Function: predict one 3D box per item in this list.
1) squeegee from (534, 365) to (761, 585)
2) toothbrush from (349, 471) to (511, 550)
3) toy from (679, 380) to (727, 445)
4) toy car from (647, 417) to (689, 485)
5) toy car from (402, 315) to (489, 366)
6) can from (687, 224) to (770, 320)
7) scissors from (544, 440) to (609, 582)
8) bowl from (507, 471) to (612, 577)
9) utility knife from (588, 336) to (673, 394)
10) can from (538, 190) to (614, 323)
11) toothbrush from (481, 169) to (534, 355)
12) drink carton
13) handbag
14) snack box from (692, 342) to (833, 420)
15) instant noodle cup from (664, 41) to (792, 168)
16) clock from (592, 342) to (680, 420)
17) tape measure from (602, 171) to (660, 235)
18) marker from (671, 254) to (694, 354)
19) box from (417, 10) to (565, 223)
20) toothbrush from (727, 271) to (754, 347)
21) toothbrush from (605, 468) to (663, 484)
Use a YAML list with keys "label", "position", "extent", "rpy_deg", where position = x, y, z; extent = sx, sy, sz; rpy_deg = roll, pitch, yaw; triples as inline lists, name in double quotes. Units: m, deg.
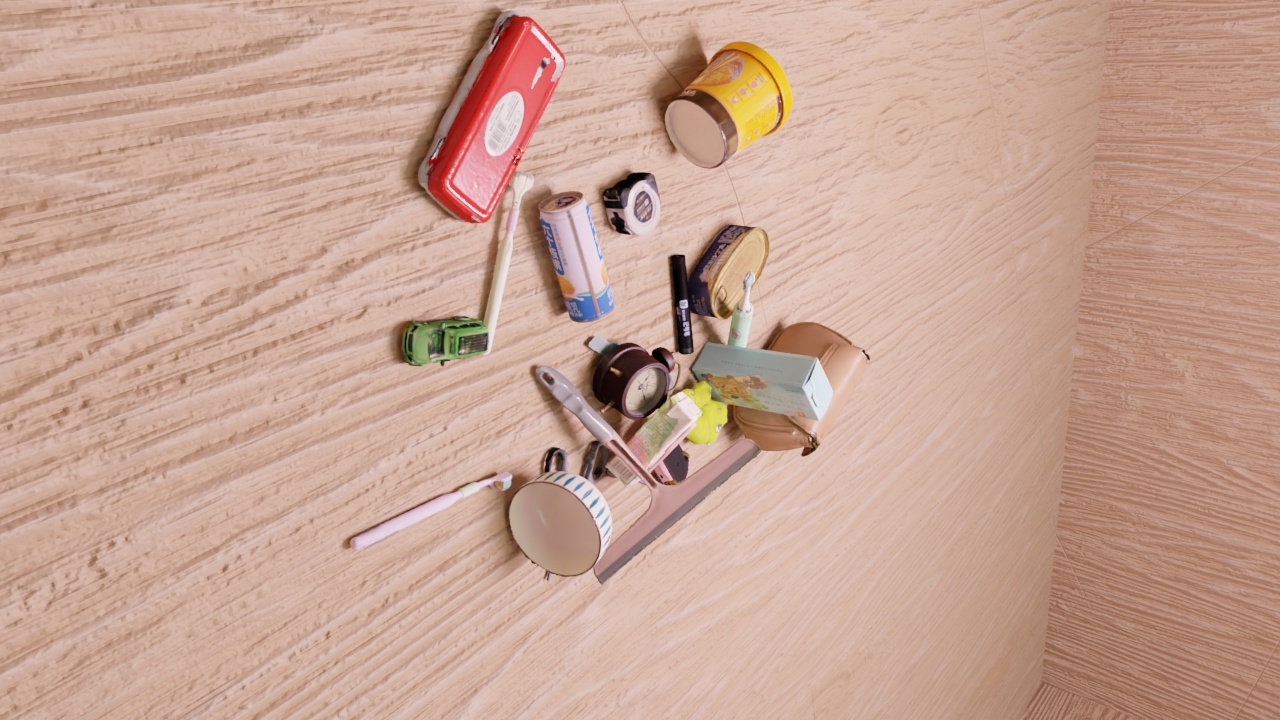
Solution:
- label: "squeegee"
  position: [-0.034, 0.092, 1.046]
  extent: [0.248, 0.040, 0.249]
  rpy_deg: [-40, 108, 7]
- label: "toothbrush"
  position: [-0.206, 0.150, 0.918]
  extent: [0.188, 0.029, 0.021]
  rpy_deg: [-20, 75, -45]
- label: "toy"
  position: [0.079, 0.074, 1.233]
  extent: [0.096, 0.031, 0.100]
  rpy_deg: [-24, 122, -30]
- label: "toy car"
  position: [0.030, 0.120, 1.184]
  extent: [0.056, 0.037, 0.122]
  rpy_deg: [-65, 144, -33]
- label: "toy car"
  position: [-0.186, -0.018, 0.880]
  extent: [0.091, 0.036, 0.043]
  rpy_deg: [-10, 110, -45]
- label: "can"
  position: [0.115, -0.118, 1.209]
  extent: [0.147, 0.049, 0.075]
  rpy_deg: [-55, 137, -25]
- label: "scissors"
  position: [-0.081, 0.170, 1.083]
  extent: [0.177, 0.014, 0.159]
  rpy_deg: [-57, 137, -23]
- label: "bowl"
  position: [-0.080, 0.171, 1.009]
  extent: [0.066, 0.117, 0.116]
  rpy_deg: [-38, 129, -56]
- label: "utility knife"
  position: [-0.007, 0.007, 1.125]
  extent: [0.186, 0.013, 0.029]
  rpy_deg: [29, 79, -51]
- label: "can"
  position: [-0.068, -0.110, 0.983]
  extent: [0.053, 0.053, 0.135]
  rpy_deg: [-41, 130, -36]
- label: "toothbrush"
  position: [-0.139, -0.098, 0.927]
  extent: [0.029, 0.020, 0.189]
  rpy_deg: [11, 94, -21]
- label: "drink carton"
  position: [0.018, 0.096, 1.100]
  extent: [0.123, 0.045, 0.053]
  rpy_deg: [-46, 171, 16]
- label: "handbag"
  position: [0.232, 0.045, 1.323]
  extent: [0.204, 0.148, 0.100]
  rpy_deg: [-54, 135, -20]
- label: "snack box"
  position: [0.159, 0.026, 1.207]
  extent: [0.051, 0.175, 0.074]
  rpy_deg: [-59, 138, -26]
- label: "instant noodle cup"
  position: [0.100, -0.297, 1.091]
  extent: [0.114, 0.118, 0.118]
  rpy_deg: [-44, 132, -24]
- label: "clock"
  position: [0.000, 0.024, 1.089]
  extent: [0.121, 0.055, 0.082]
  rpy_deg: [-8, 120, -41]
- label: "tape measure"
  position: [-0.008, -0.176, 1.054]
  extent: [0.065, 0.034, 0.066]
  rpy_deg: [-36, 125, -37]
- label: "marker"
  position: [0.054, -0.071, 1.174]
  extent: [0.022, 0.020, 0.132]
  rpy_deg: [-64, 150, -65]
- label: "box"
  position: [-0.142, -0.232, 0.873]
  extent: [0.086, 0.047, 0.201]
  rpy_deg: [39, 71, -49]
- label: "toothbrush"
  position: [0.131, -0.051, 1.189]
  extent: [0.027, 0.026, 0.225]
  rpy_deg: [-55, 165, -24]
- label: "toothbrush"
  position: [0.017, 0.158, 1.196]
  extent: [0.187, 0.017, 0.016]
  rpy_deg: [23, 85, -51]
